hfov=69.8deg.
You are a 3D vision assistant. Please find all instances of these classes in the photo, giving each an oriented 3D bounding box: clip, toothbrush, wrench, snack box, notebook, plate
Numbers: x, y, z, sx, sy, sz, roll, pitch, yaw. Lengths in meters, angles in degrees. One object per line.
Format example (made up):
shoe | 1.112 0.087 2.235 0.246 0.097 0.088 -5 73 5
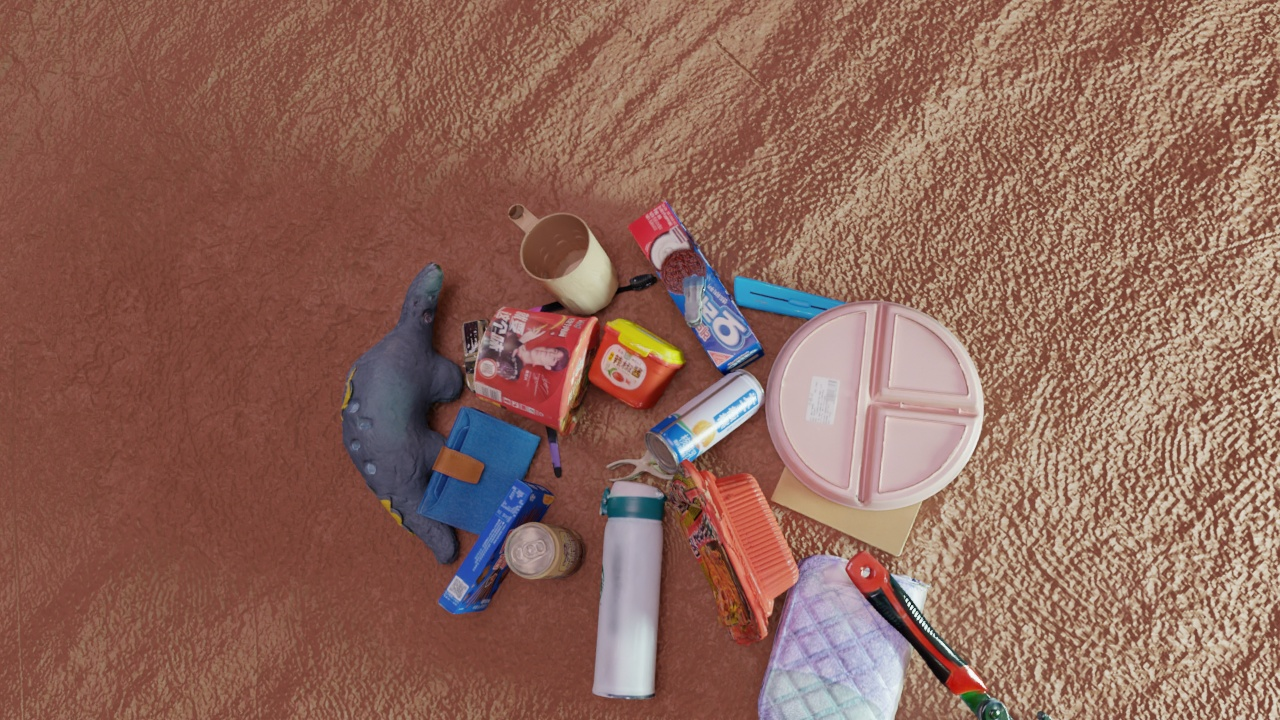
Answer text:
clip | 0.058 -0.066 1.008 0.025 0.031 0.057 0 76 15
toothbrush | -0.072 -0.075 1.099 0.189 0.018 0.014 -14 65 10
wrench | 0.298 0.289 0.889 0.273 0.016 0.056 44 80 -3
snack box | 0.064 -0.082 1.050 0.058 0.057 0.207 -33 73 6
snack box | -0.006 0.006 1.038 0.091 0.082 0.080 31 99 18
snack box | -0.157 0.207 1.020 0.026 0.084 0.157 31 86 17
clip | 0.015 0.104 1.033 0.103 0.035 0.092 8 83 22
toothbrush | -0.112 0.046 1.082 0.014 0.017 0.189 -13 77 9
notebook | 0.250 0.087 0.996 0.148 0.008 0.207 23 84 16
plate | 0.248 0.045 0.983 0.230 0.028 0.229 -2 80 11

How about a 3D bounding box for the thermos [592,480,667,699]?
thermos | -0.013 0.243 0.990 0.073 0.073 0.224 1 78 13

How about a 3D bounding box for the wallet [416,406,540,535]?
wallet | -0.183 0.128 1.044 0.106 0.040 0.133 26 81 -25

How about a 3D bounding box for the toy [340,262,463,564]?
toy | -0.279 0.060 1.077 0.138 0.091 0.356 -1 82 -6

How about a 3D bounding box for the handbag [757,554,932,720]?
handbag | 0.201 0.297 0.926 0.134 0.075 0.193 17 83 10

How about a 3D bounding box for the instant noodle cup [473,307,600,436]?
instant noodle cup | -0.116 0.004 1.022 0.108 0.138 0.137 15 81 7

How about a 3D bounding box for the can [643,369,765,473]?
can | 0.071 0.064 0.991 0.134 0.053 0.053 -34 71 -24

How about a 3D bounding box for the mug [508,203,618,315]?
mug | -0.092 -0.119 1.059 0.084 0.103 0.124 -47 62 -3

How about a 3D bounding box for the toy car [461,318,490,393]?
toy car | -0.194 -0.005 1.102 0.042 0.035 0.090 -11 78 11

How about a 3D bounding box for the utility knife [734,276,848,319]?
utility knife | 0.200 -0.060 1.035 0.199 0.018 0.034 13 80 14

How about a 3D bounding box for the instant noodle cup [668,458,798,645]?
instant noodle cup | 0.096 0.191 0.935 0.079 0.165 0.188 -21 74 -10

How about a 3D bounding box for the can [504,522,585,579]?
can | -0.102 0.206 0.991 0.058 0.116 0.058 -3 77 12
